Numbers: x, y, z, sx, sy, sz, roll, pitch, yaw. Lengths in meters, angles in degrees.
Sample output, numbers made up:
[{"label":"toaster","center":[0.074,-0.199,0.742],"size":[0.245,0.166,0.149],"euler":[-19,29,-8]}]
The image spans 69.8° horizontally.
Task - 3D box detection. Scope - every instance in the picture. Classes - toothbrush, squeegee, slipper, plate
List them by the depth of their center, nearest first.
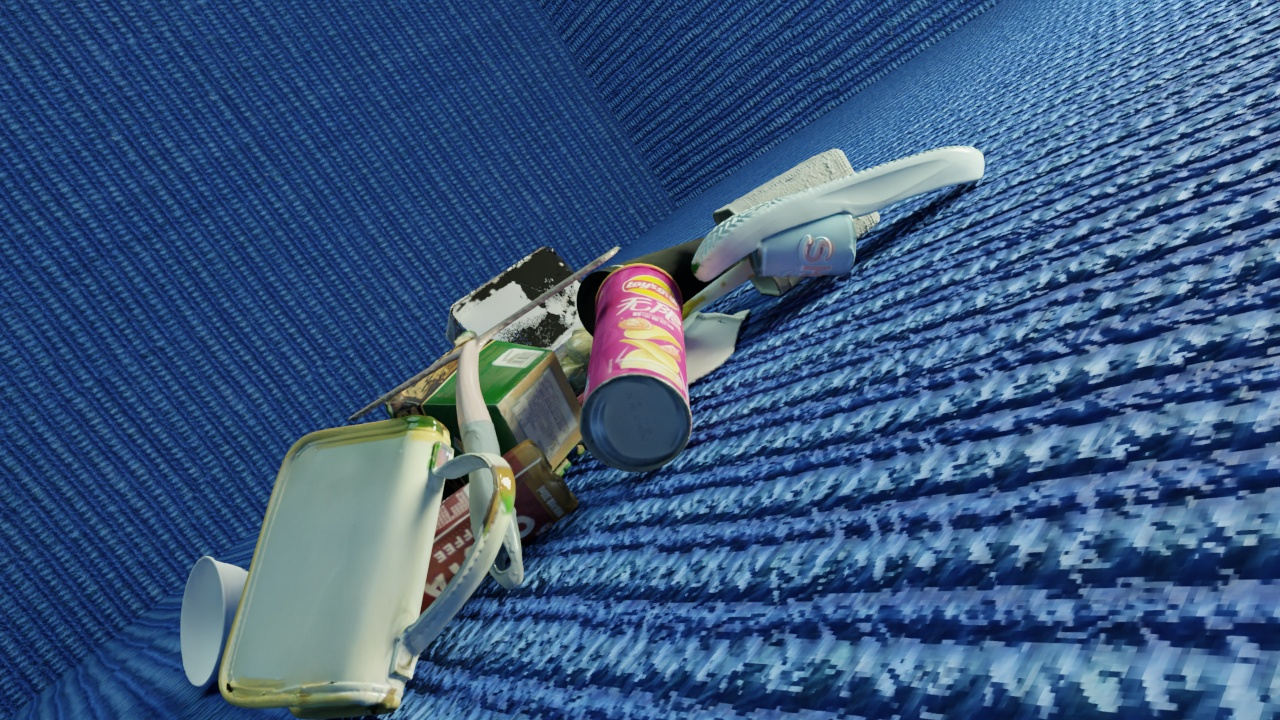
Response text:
[{"label":"squeegee","center":[-0.101,0.042,0.588],"size":[0.248,0.040,0.249],"euler":[-31,38,9]},{"label":"slipper","center":[0.157,-0.107,0.732],"size":[0.245,0.074,0.104],"euler":[-19,8,0]},{"label":"toothbrush","center":[0.036,-0.040,0.778],"size":[0.191,0.016,0.018],"euler":[-34,2,-4]},{"label":"plate","center":[0.014,0.002,0.800],"size":[0.164,0.034,0.164],"euler":[-31,10,22]}]

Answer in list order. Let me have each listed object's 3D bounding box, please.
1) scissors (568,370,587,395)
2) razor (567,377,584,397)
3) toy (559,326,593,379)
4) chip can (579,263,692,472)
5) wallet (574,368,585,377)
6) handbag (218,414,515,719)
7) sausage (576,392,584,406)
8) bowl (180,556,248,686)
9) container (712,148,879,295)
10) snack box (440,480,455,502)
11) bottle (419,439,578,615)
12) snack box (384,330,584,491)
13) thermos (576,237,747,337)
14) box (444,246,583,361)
[{"label":"scissors","center":[-0.021,-0.005,0.926],"size":[0.175,0.014,0.160],"euler":[-36,-4,-23]},{"label":"razor","center":[-0.100,0.057,0.980],"size":[0.143,0.022,0.042],"euler":[-34,-22,33]},{"label":"toy","center":[-0.056,-0.001,1.019],"size":[0.157,0.066,0.105],"euler":[-42,15,1]},{"label":"chip can","center":[-0.002,-0.004,0.650],"size":[0.071,0.071,0.210],"euler":[-33,19,14]},{"label":"wallet","center":[-0.057,0.006,1.108],"size":[0.115,0.020,0.101],"euler":[-37,7,11]},{"label":"handbag","center":[-0.141,0.115,0.515],"size":[0.179,0.063,0.163],"euler":[-13,57,31]},{"label":"sausage","center":[-0.005,0.005,0.907],"size":[0.156,0.020,0.020],"euler":[-36,9,-4]},{"label":"bowl","center":[-0.388,0.247,0.878],"size":[0.064,0.118,0.119],"euler":[10,-26,-41]},{"label":"container","center":[0.142,-0.127,0.833],"size":[0.114,0.090,0.090],"euler":[-33,9,-3]},{"label":"snack box","center":[-0.197,0.144,0.707],"size":[0.113,0.053,0.126],"euler":[-44,0,-42]},{"label":"bottle","center":[-0.126,0.124,0.598],"size":[0.174,0.057,0.057],"euler":[-37,9,-8]},{"label":"snack box","center":[-0.112,0.044,0.743],"size":[0.106,0.117,0.118],"euler":[-6,30,37]},{"label":"thermos","center":[0.026,-0.076,0.904],"size":[0.090,0.068,0.241],"euler":[-7,11,34]},{"label":"box","center":[-0.155,-0.020,1.260],"size":[0.182,0.156,0.193],"euler":[-37,-8,-26]}]
